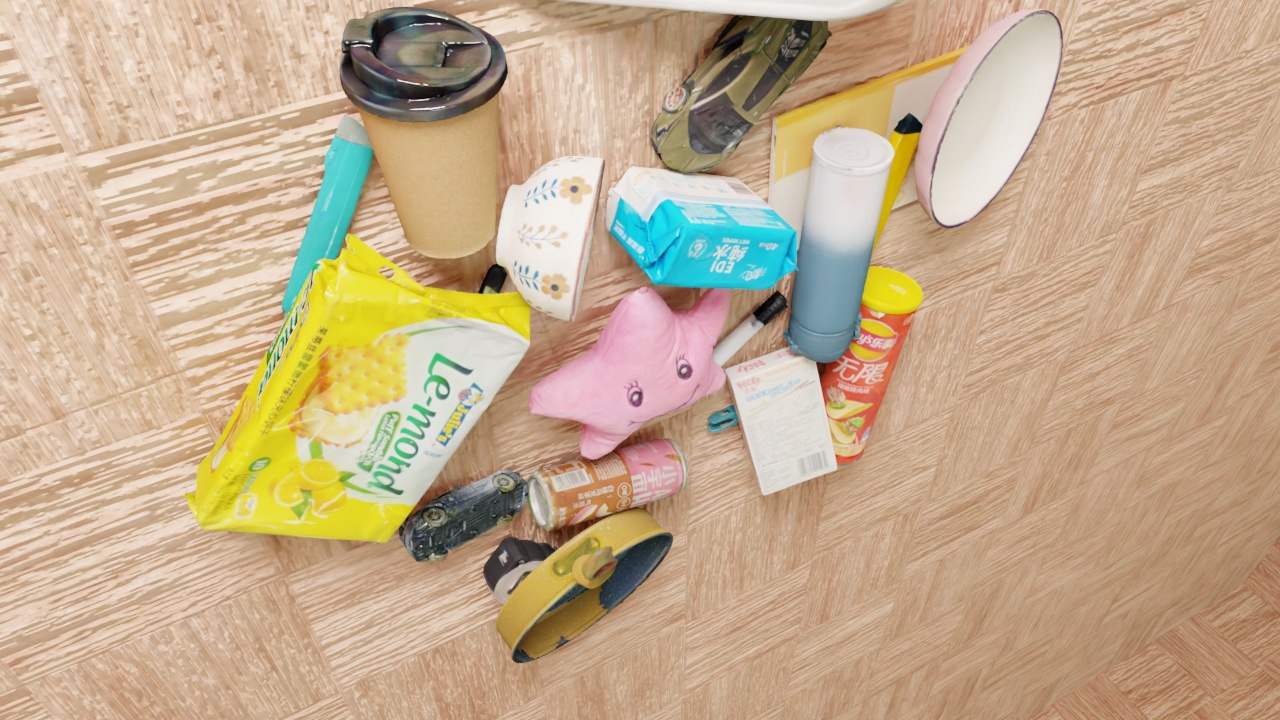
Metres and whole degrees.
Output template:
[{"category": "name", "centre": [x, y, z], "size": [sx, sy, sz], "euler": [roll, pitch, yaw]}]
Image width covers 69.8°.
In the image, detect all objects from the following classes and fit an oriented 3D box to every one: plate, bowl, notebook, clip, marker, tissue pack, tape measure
[{"category": "plate", "centre": [0.295, -0.210, 0.797], "size": [0.192, 0.039, 0.193], "euler": [-32, 141, -30]}, {"category": "bowl", "centre": [-0.064, -0.088, 0.632], "size": [0.062, 0.113, 0.114], "euler": [12, 126, -2]}, {"category": "notebook", "centre": [0.198, -0.178, 0.798], "size": [0.206, 0.010, 0.146], "euler": [-23, 138, -17]}, {"category": "clip", "centre": [0.093, 0.057, 0.937], "size": [0.057, 0.014, 0.046], "euler": [-20, 135, -17]}, {"category": "marker", "centre": [-0.131, -0.020, 0.703], "size": [0.018, 0.015, 0.124], "euler": [8, 119, -41]}, {"category": "marker", "centre": [0.087, -0.015, 0.862], "size": [0.131, 0.018, 0.022], "euler": [-44, 126, 6]}, {"category": "tissue pack", "centre": [0.047, -0.097, 0.701], "size": [0.139, 0.090, 0.063], "euler": [-2, 129, -35]}, {"category": "tape measure", "centre": [-0.120, 0.209, 0.906], "size": [0.065, 0.033, 0.066], "euler": [20, 113, -43]}]

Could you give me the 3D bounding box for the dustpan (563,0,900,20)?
[{"category": "dustpan", "centre": [0.070, -0.295, 0.499], "size": [0.257, 0.142, 0.223], "euler": [-14, 134, -28]}]

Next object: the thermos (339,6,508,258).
[{"category": "thermos", "centre": [-0.124, -0.133, 0.552], "size": [0.093, 0.093, 0.143], "euler": [-21, 145, -20]}]

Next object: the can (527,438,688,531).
[{"category": "can", "centre": [-0.031, 0.115, 0.865], "size": [0.147, 0.058, 0.058], "euler": [-11, 133, -28]}]

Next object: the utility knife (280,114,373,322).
[{"category": "utility knife", "centre": [-0.204, -0.085, 0.590], "size": [0.029, 0.013, 0.161], "euler": [7, 125, -37]}]

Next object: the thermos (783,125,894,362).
[{"category": "thermos", "centre": [0.170, -0.091, 0.801], "size": [0.070, 0.070, 0.221], "euler": [-21, 138, -19]}]

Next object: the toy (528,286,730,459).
[{"category": "toy", "centre": [-0.005, 0.004, 0.767], "size": [0.194, 0.074, 0.179], "euler": [-26, 142, -17]}]

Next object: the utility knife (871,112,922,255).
[{"category": "utility knife", "centre": [0.213, -0.141, 0.822], "size": [0.033, 0.015, 0.174], "euler": [-11, 133, -30]}]

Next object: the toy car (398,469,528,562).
[{"category": "toy car", "centre": [-0.154, 0.134, 0.811], "size": [0.120, 0.037, 0.054], "euler": [-22, 137, -33]}]

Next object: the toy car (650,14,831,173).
[{"category": "toy car", "centre": [0.072, -0.200, 0.665], "size": [0.158, 0.042, 0.070], "euler": [-48, 138, 15]}]

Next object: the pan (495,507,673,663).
[{"category": "pan", "centre": [-0.046, 0.201, 0.839], "size": [0.197, 0.078, 0.358], "euler": [-36, 158, -15]}]

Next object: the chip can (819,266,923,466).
[{"category": "chip can", "centre": [0.225, 0.010, 0.945], "size": [0.073, 0.073, 0.217], "euler": [-15, 135, -25]}]

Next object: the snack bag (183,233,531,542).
[{"category": "snack bag", "centre": [-0.200, 0.030, 0.647], "size": [0.157, 0.068, 0.247], "euler": [16, 120, -45]}]

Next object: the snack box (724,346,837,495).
[{"category": "snack box", "centre": [0.144, 0.061, 0.925], "size": [0.084, 0.026, 0.157], "euler": [-19, 123, 0]}]
